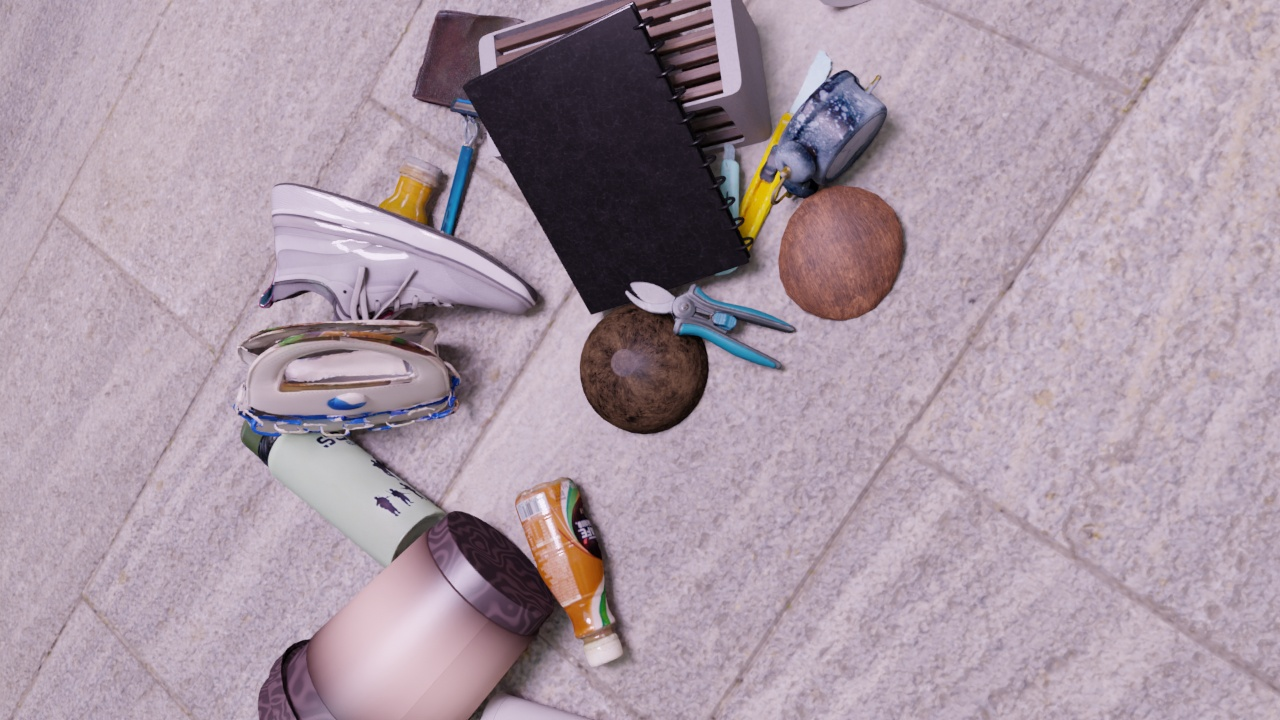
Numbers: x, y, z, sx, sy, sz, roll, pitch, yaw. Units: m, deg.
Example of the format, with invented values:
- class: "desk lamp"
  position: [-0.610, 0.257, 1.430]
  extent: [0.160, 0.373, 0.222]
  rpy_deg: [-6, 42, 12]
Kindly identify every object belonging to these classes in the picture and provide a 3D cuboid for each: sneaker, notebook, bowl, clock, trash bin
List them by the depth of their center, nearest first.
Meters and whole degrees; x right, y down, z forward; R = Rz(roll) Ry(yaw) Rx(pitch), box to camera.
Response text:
- class: "clock"
  position: [0.151, -0.183, 0.771]
  extent: [0.129, 0.090, 0.052]
  rpy_deg: [-46, 77, 7]
- class: "notebook"
  position: [-0.021, -0.159, 0.772]
  extent: [0.169, 0.019, 0.231]
  rpy_deg: [-17, 118, 24]
- class: "bowl"
  position: [0.168, -0.090, 0.772]
  extent: [0.102, 0.026, 0.114]
  rpy_deg: [16, 101, 10]
- class: "trash bin"
  position: [-0.012, -0.244, 0.824]
  extent: [0.229, 0.114, 0.114]
  rpy_deg: [-10, 81, 19]
- class: "bowl"
  position: [-0.005, 0.005, 0.826]
  extent: [0.121, 0.056, 0.121]
  rpy_deg: [-2, 83, 20]
- class: "sneaker"
  position: [-0.232, -0.073, 0.868]
  extent: [0.263, 0.096, 0.129]
  rpy_deg: [17, 96, -4]

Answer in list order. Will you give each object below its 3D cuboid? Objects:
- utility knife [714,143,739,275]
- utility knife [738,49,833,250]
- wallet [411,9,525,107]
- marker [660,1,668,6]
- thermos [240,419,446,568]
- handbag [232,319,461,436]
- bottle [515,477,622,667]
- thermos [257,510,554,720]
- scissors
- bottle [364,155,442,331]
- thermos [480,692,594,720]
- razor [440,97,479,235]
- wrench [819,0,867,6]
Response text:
- class: "utility knife"
  position: [0.079, -0.135, 0.818]
  extent: [0.022, 0.015, 0.119]
  rpy_deg: [0, 84, 27]
- class: "utility knife"
  position: [0.121, -0.181, 0.823]
  extent: [0.030, 0.018, 0.206]
  rpy_deg: [26, 91, 12]
- class: "wallet"
  position: [-0.173, -0.304, 0.939]
  extent: [0.120, 0.031, 0.099]
  rpy_deg: [18, 92, 27]
- class: "marker"
  position: [-0.035, -0.319, 0.893]
  extent: [0.141, 0.016, 0.016]
  rpy_deg: [-27, 76, 16]
- class: "thermos"
  position: [-0.302, 0.121, 0.918]
  extent: [0.231, 0.082, 0.082]
  rpy_deg: [32, 96, 20]
- class: "handbag"
  position: [-0.265, 0.015, 0.834]
  extent: [0.200, 0.200, 0.093]
  rpy_deg: [-7, 77, -16]
- class: "bottle"
  position: [-0.060, 0.190, 0.826]
  extent: [0.059, 0.059, 0.167]
  rpy_deg: [-26, 76, 16]
- class: "thermos"
  position: [-0.200, 0.260, 0.821]
  extent: [0.226, 0.172, 0.172]
  rpy_deg: [-47, 71, 4]
- class: "scissors"
  position: [0.065, -0.039, 0.802]
  extent: [0.148, 0.019, 0.132]
  rpy_deg: [-25, 80, -8]
- class: "bottle"
  position: [-0.254, -0.115, 0.934]
  extent: [0.053, 0.053, 0.186]
  rpy_deg: [24, 93, 21]
- class: "thermos"
  position: [-0.033, 0.346, 0.803]
  extent: [0.224, 0.052, 0.052]
  rpy_deg: [8, 87, 21]
- class: "razor"
  position: [-0.183, -0.189, 0.927]
  extent: [0.042, 0.022, 0.144]
  rpy_deg: [20, 102, 28]
- class: "wrench"
  position: [0.278, -0.356, 0.760]
  extent: [0.273, 0.086, 0.018]
  rpy_deg: [-15, 79, 8]
